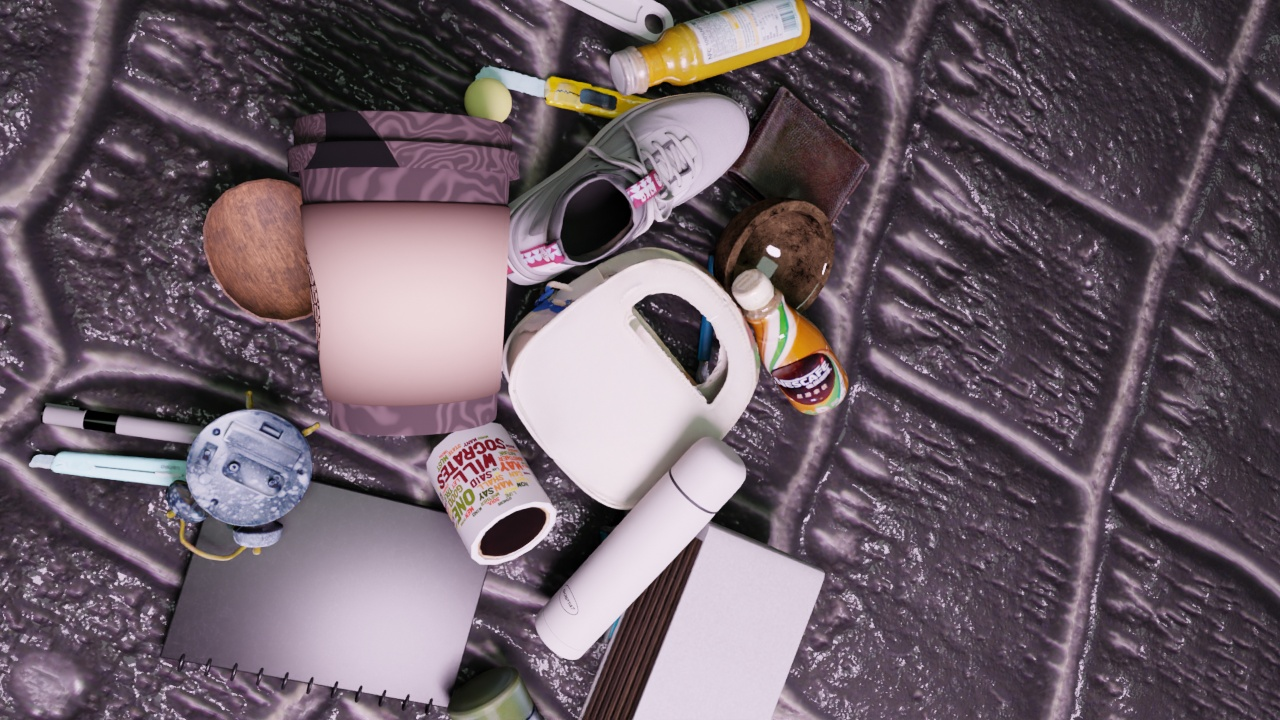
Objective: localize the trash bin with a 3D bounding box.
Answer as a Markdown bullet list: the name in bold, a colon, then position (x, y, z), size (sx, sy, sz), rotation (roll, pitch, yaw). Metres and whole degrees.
- **trash bin**: position (0.047, 0.260, 0.801), size (0.114, 0.114, 0.228), rotation (24, 83, -16)

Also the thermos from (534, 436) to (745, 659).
- **thermos**: position (0.000, 0.155, 0.759), size (0.052, 0.052, 0.224), rotation (37, 105, -14)

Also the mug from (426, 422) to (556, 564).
- **mug**: position (-0.118, 0.115, 0.760), size (0.073, 0.105, 0.089), rotation (-35, 57, -5)

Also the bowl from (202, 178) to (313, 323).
- **bowl**: position (-0.294, -0.086, 0.736), size (0.101, 0.026, 0.114), rotation (-27, 101, -30)

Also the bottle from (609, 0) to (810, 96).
- **bottle**: position (0.063, -0.285, 0.833), size (0.186, 0.053, 0.053), rotation (-22, 97, -15)

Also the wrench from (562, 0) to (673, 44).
- **wrench**: position (-0.098, -0.338, 0.804), size (0.273, 0.018, 0.086), rotation (21, 84, -17)

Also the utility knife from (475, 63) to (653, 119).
- **utility knife**: position (-0.045, -0.232, 0.823), size (0.206, 0.018, 0.030), rotation (8, 79, -14)

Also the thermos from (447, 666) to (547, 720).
- **thermos**: position (-0.088, 0.374, 0.783), size (0.082, 0.082, 0.231), rotation (-26, 98, -16)

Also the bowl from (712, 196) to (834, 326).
- **bowl**: position (0.113, -0.096, 0.842), size (0.121, 0.056, 0.121), rotation (-15, 122, -25)

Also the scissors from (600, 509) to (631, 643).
- **scissors**: position (-0.027, 0.183, 0.828), size (0.148, 0.019, 0.132), rotation (-23, 98, -15)

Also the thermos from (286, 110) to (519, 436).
- **thermos**: position (-0.178, -0.065, 0.708), size (0.172, 0.173, 0.226), rotation (-2, 98, -17)

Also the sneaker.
- **sneaker**: position (-0.001, -0.151, 0.773), size (0.262, 0.129, 0.097), rotation (-36, 111, -16)

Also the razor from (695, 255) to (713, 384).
- **razor**: position (0.064, -0.026, 0.855), size (0.042, 0.022, 0.144), rotation (9, 82, -54)

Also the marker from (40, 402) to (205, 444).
- **marker**: position (-0.387, 0.052, 0.717), size (0.140, 0.016, 0.016), rotation (11, 87, -17)

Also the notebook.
- **notebook**: position (-0.251, 0.192, 0.760), size (0.231, 0.019, 0.169), rotation (17, 84, -17)

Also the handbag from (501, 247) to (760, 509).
- **handbag**: position (-0.005, 0.005, 0.785), size (0.199, 0.093, 0.200), rotation (-38, 108, 1)

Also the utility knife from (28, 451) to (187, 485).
- **utility knife**: position (-0.407, 0.084, 0.714), size (0.119, 0.015, 0.022), rotation (8, 89, -14)

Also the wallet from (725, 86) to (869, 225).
- **wallet**: position (0.150, -0.184, 0.876), size (0.120, 0.031, 0.099), rotation (35, 83, -17)

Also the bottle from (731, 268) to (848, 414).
- **bottle**: position (0.131, -0.018, 0.822), size (0.059, 0.059, 0.167), rotation (-50, 130, -11)

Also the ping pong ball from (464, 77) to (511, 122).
- **ping pong ball**: position (-0.130, -0.220, 0.781), size (0.040, 0.040, 0.040), rotation (0, 90, -17)

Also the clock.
- **clock**: position (-0.306, 0.093, 0.706), size (0.090, 0.052, 0.129), rotation (30, 81, -17)
